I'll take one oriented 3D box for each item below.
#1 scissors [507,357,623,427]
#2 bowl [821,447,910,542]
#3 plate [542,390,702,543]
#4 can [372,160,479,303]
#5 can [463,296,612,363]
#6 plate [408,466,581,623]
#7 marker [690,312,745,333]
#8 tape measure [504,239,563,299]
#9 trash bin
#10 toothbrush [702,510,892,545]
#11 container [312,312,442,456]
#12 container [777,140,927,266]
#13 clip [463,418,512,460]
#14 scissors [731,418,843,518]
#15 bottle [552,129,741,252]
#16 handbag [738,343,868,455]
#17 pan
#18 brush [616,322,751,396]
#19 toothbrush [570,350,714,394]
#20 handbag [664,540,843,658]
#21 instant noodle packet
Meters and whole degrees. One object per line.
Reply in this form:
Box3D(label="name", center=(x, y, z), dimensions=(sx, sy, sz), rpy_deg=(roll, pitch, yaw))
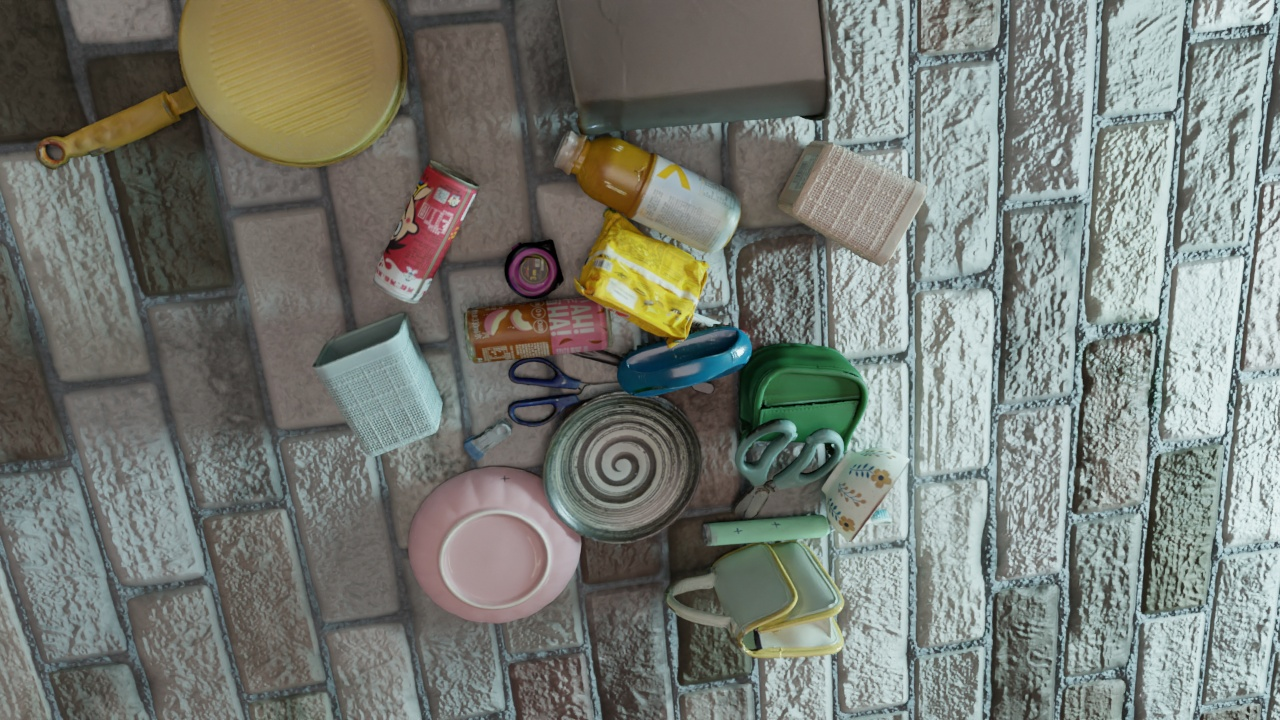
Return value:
Box3D(label="scissors", center=(-0.062, 0.043, 0.994), dimensions=(0.172, 0.012, 0.133), rpy_deg=(29, 99, -16))
Box3D(label="bowl", center=(0.242, 0.139, 1.021), dimensions=(0.062, 0.113, 0.113), rpy_deg=(36, 101, 17))
Box3D(label="plate", center=(-0.020, 0.116, 1.011), dimensions=(0.179, 0.024, 0.179), rpy_deg=(-3, 108, -10))
Box3D(label="can", center=(-0.212, -0.125, 0.901), dimensions=(0.053, 0.053, 0.133), rpy_deg=(27, 102, -14))
Box3D(label="can", center=(-0.104, -0.032, 0.940), dimensions=(0.147, 0.058, 0.058), rpy_deg=(-6, 107, -6))
Box3D(label="plate", center=(-0.161, 0.213, 1.018), dimensions=(0.192, 0.039, 0.192), rpy_deg=(-2, 107, -7))
Box3D(label="marker", center=(0.043, -0.048, 0.976), dimensions=(0.145, 0.017, 0.017), rpy_deg=(19, 103, -13))
Box3D(label="tape measure", center=(-0.110, -0.092, 0.932), dimensions=(0.058, 0.039, 0.057), rpy_deg=(-19, 108, -6))
Box3D(label="trash bin", center=(0.042, -0.298, 0.819), dimensions=(0.220, 0.198, 0.199), rpy_deg=(-9, 106, 3))
Box3D(label="toothbrush", center=(0.183, 0.193, 1.062), dimensions=(0.224, 0.027, 0.026), rpy_deg=(-3, 141, -6))
Box3D(label="container", center=(-0.258, 0.026, 0.924), dimensions=(0.090, 0.090, 0.111), rpy_deg=(-21, 111, 0))
Box3D(label="container", center=(0.208, -0.163, 0.926), dimensions=(0.111, 0.090, 0.090), rpy_deg=(25, 102, -11))
Box3D(label="clip", center=(-0.163, 0.085, 0.989), dimensions=(0.057, 0.032, 0.025), rpy_deg=(-34, 106, 7))
Box3D(label="scissors", center=(0.133, 0.121, 1.004), dimensions=(0.143, 0.019, 0.180), rpy_deg=(21, 131, -24))
Box3D(label="bottle", center=(0.006, -0.170, 0.907), dimensions=(0.189, 0.068, 0.068), rpy_deg=(23, 102, -13))
Box3D(label="handbag", center=(0.172, 0.046, 1.000), dimensions=(0.131, 0.068, 0.120), rpy_deg=(5, 115, -10))
Box3D(label="pan", center=(-0.392, -0.250, 0.846), dimensions=(0.357, 0.078, 0.198), rpy_deg=(-23, 106, -7))
Box3D(label="brush", center=(0.046, 0.003, 0.947), dimensions=(0.144, 0.073, 0.055), rpy_deg=(-15, 108, -1))
Box3D(label="toothbrush", center=(-0.006, 0.006, 0.988), dimensions=(0.181, 0.018, 0.016), rpy_deg=(17, 101, -10))
Box3D(label="handbag", center=(0.119, 0.258, 1.002), dimensions=(0.178, 0.163, 0.063), rpy_deg=(-5, 105, -6))
Box3D(label="instant noodle packet", center=(0.000, -0.082, 0.927), dimensions=(0.128, 0.044, 0.110), rpy_deg=(29, 60, -16))
